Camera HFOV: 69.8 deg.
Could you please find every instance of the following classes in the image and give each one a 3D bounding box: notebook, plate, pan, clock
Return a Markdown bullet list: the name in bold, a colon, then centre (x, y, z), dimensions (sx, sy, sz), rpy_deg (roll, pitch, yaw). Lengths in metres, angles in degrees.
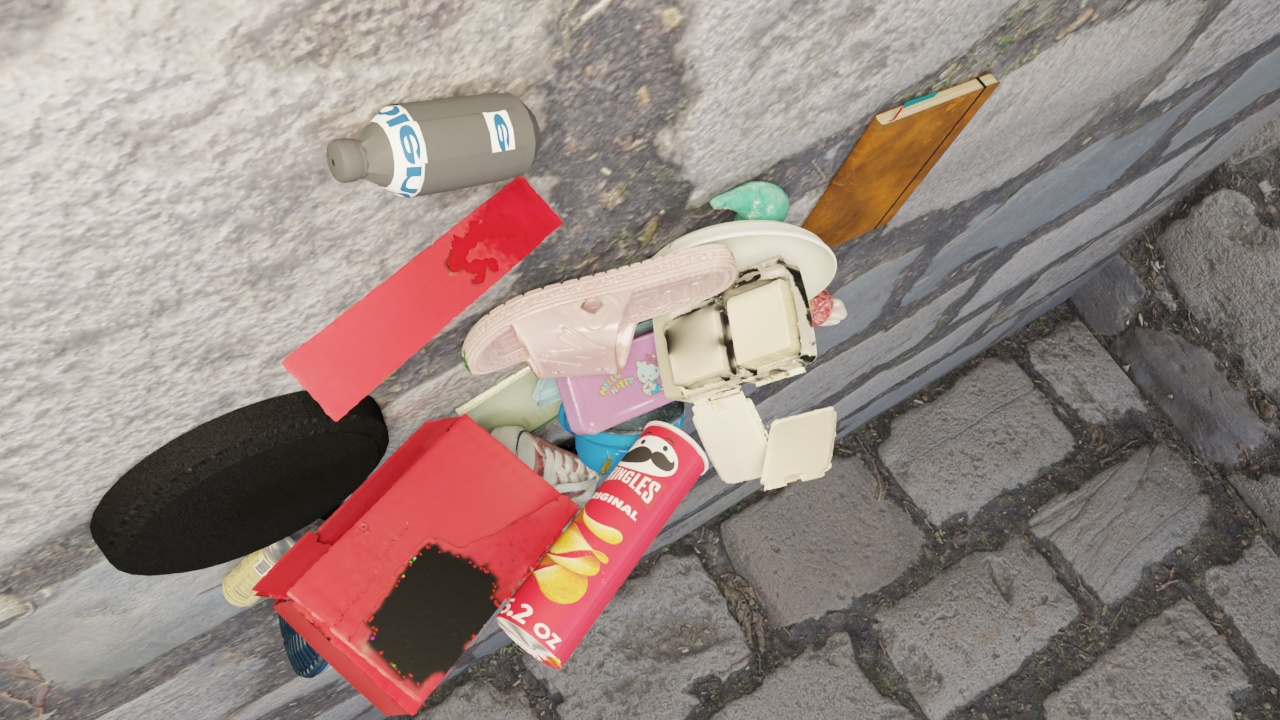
- **notebook**: centre (0.259, -0.197, 0.945), dimensions (0.178, 0.014, 0.250), rpy_deg (-25, 162, -25)
- **plate**: centre (0.084, -0.083, 0.833), dimensions (0.182, 0.034, 0.182), rpy_deg (-6, 158, -3)
- **pan**: centre (-0.301, 0.121, 0.784), dimensions (0.225, 0.034, 0.357), rpy_deg (-32, 163, -8)
- **notebook**: centre (-0.059, 0.010, 0.954), dimensions (0.252, 0.010, 0.182), rpy_deg (-32, 164, -5)
- **clock**: centre (-0.020, 0.060, 0.939), dimensions (0.116, 0.161, 0.060), rpy_deg (-9, 115, -16)

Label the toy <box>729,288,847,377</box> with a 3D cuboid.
- **toy**: centre (0.174, -0.050, 1.093), dimensions (0.193, 0.084, 0.159), rpy_deg (-13, 131, -48)

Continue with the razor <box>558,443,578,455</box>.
- **razor**: centre (-0.069, 0.117, 1.188), dimensions (0.151, 0.054, 0.067), rpy_deg (-29, 147, -35)

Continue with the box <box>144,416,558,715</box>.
- **box**: centre (-0.259, 0.179, 0.822), dimensions (0.326, 0.153, 0.213), rpy_deg (-10, -150, 40)

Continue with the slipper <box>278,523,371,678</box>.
- **slipper**: centre (-0.327, 0.271, 1.033), dimensions (0.095, 0.105, 0.254), rpy_deg (-3, 145, -46)

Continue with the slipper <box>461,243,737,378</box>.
- **slipper**: centre (-0.029, -0.027, 0.749), dimensions (0.239, 0.064, 0.094), rpy_deg (-19, 161, -2)

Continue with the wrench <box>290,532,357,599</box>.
- **wrench**: centre (-0.233, 0.204, 0.958), dimensions (0.272, 0.018, 0.087), rpy_deg (-1, 112, -45)

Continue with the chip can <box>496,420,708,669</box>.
- **chip can**: centre (-0.029, 0.154, 0.790), dimensions (0.220, 0.069, 0.069), rpy_deg (-50, 173, -27)

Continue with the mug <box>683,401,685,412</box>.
- **mug**: centre (0.008, 0.057, 1.064), dimensions (0.082, 0.082, 0.106), rpy_deg (-34, 172, 4)

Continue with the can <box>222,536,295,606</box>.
- **can**: centre (-0.367, 0.203, 0.885), dimensions (0.080, 0.038, 0.038), rpy_deg (-41, 162, 24)

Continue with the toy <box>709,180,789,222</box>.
- **toy**: centre (0.092, -0.124, 0.819), dimensions (0.085, 0.033, 0.105), rpy_deg (-15, 159, -16)

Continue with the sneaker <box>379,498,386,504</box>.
- **sneaker**: centre (-0.169, 0.128, 0.979), dimensions (0.079, 0.084, 0.234), rpy_deg (-57, 157, 18)

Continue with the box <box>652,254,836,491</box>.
- **box**: centre (0.096, 0.022, 0.798), dimensions (0.144, 0.191, 0.068), rpy_deg (-18, 161, 36)

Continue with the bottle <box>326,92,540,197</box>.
- **bottle**: centre (-0.104, -0.109, 0.469), dimensions (0.112, 0.047, 0.047), rpy_deg (-19, 159, -37)

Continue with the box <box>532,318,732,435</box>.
- **box**: centre (-0.001, 0.000, 0.906), dimensions (0.213, 0.096, 0.077), rpy_deg (-21, 125, -35)

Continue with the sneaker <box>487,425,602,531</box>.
- **sneaker**: centre (-0.087, 0.127, 0.988), dimensions (0.088, 0.118, 0.241), rpy_deg (-4, 163, 16)
